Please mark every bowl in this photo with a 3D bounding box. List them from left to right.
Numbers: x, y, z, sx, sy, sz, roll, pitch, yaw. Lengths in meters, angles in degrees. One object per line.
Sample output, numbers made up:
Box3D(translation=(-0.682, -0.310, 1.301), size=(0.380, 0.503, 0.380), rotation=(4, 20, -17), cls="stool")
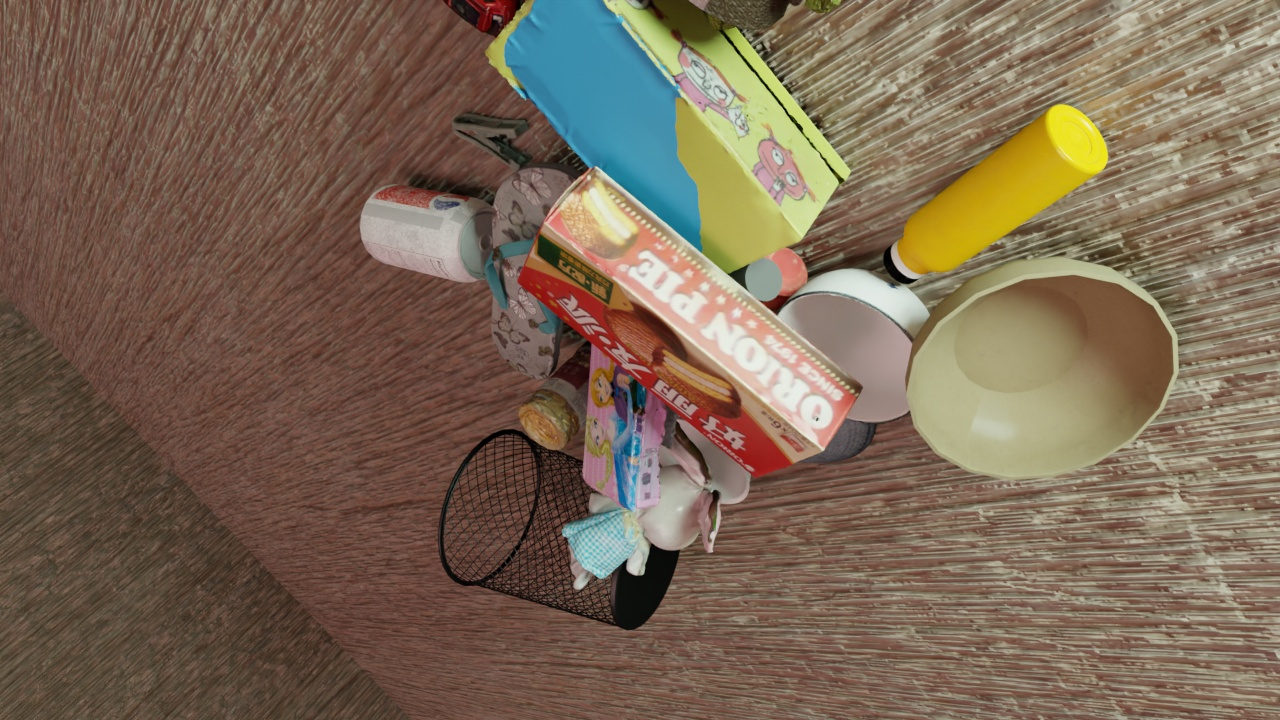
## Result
Box3D(translation=(0.064, 0.080, 0.856), size=(0.110, 0.040, 0.110), rotation=(28, 145, 22), cls="bowl")
Box3D(translation=(0.118, 0.048, 0.755), size=(0.137, 0.057, 0.137), rotation=(26, 142, 23), cls="bowl")
Box3D(translation=(0.156, -0.018, 0.643), size=(0.113, 0.063, 0.114), rotation=(27, 143, 22), cls="bowl")
Box3D(translation=(0.238, -0.001, 0.563), size=(0.152, 0.050, 0.152), rotation=(3, 125, 4), cls="bowl")

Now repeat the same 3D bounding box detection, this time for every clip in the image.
Box3D(translation=(-0.128, -0.191, 0.775), size=(0.076, 0.023, 0.059), rotation=(25, 140, 20), cls="clip")

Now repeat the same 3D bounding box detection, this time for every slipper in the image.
Box3D(translation=(-0.102, -0.065, 0.789), size=(0.098, 0.054, 0.270), rotation=(37, 145, 9), cls="slipper")

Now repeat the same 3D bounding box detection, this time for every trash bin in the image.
Box3D(translation=(-0.079, 0.189, 1.004), size=(0.210, 0.183, 0.184), rotation=(14, 136, 27), cls="trash bin")

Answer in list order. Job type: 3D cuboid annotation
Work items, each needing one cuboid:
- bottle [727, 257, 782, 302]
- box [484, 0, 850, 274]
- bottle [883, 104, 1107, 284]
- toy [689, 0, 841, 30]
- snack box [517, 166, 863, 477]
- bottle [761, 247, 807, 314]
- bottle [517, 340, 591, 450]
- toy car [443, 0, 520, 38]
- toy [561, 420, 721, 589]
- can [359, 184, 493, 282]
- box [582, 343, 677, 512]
Box3D(translation=(0.059, -0.052, 0.668), size=(0.030, 0.030, 0.113), rotation=(53, 159, -14), cls="bottle")
Box3D(translation=(0.017, -0.163, 0.598), size=(0.221, 0.080, 0.125), rotation=(47, 146, -14), cls="box")
Box3D(translation=(0.200, -0.090, 0.542), size=(0.043, 0.043, 0.144), rotation=(44, 145, -2), cls="bottle")
Box3D(translation=(0.063, -0.248, 0.477), size=(0.179, 0.078, 0.153), rotation=(43, 143, 4), cls="toy")
Box3D(translation=(0.028, -0.020, 0.642), size=(0.236, 0.060, 0.113), rotation=(40, 158, -3), cls="snack box")
Box3D(translation=(0.086, -0.043, 0.704), size=(0.044, 0.044, 0.109), rotation=(40, 147, 4), cls="bottle")
Box3D(translation=(-0.062, 0.031, 0.872), size=(0.056, 0.105, 0.056), rotation=(26, 142, 23), cls="bottle")
Box3D(translation=(-0.128, -0.277, 0.675), size=(0.091, 0.036, 0.042), rotation=(46, 146, 6), cls="toy car")
Box3D(translation=(0.009, 0.155, 0.851), size=(0.206, 0.105, 0.131), rotation=(-42, 56, 28), cls="toy")
Box3D(translation=(-0.194, -0.120, 0.865), size=(0.136, 0.078, 0.078), rotation=(15, 137, 34), cls="can")
Box3D(translation=(-0.003, 0.004, 0.764), size=(0.085, 0.053, 0.230), rotation=(24, 114, 51), cls="box")
